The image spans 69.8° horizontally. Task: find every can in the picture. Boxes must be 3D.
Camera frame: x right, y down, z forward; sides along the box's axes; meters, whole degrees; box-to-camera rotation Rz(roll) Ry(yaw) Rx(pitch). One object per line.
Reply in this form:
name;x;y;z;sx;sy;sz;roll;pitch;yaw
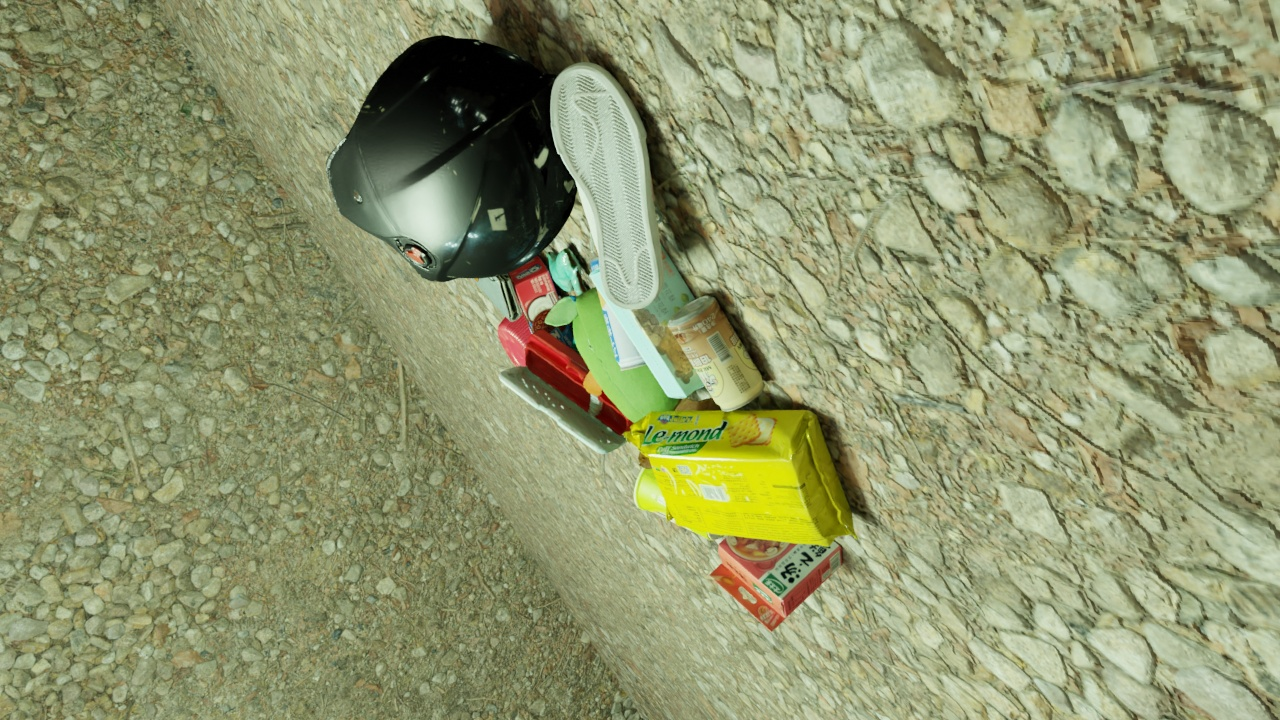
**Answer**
can;0.082;-0.008;0.982;0.116;0.058;0.059;57;160;-13
can;-0.017;-0.059;1.063;0.053;0.053;0.134;-9;97;68

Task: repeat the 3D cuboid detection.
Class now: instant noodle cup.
instant noodle cup;0.073;0.187;1.274;0.123;0.111;0.112;28;150;33
instant noodle cup;-0.176;-0.021;1.529;0.194;0.065;0.194;45;158;23

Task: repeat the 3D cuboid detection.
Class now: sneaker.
sneaker;-0.022;-0.176;0.918;0.090;0.090;0.242;-63;-39;-68

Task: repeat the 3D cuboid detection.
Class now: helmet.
helmet;-0.175;-0.203;0.977;0.230;0.232;0.275;16;139;31

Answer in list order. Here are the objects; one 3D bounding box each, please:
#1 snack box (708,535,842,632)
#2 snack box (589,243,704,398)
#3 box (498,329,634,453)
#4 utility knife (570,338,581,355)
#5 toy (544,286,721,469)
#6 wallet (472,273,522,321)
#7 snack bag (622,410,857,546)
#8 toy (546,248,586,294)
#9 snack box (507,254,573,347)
snack box;0.163;0.246;1.126;0.113;0.127;0.044;36;155;38
snack box;0.024;-0.048;1.020;0.175;0.074;0.052;57;160;-11
box;-0.105;0.055;1.299;0.201;0.098;0.095;34;141;18
utility knife;-0.090;-0.016;1.318;0.029;0.013;0.187;29;149;1
toy;-0.007;0.007;1.153;0.228;0.089;0.246;-37;86;44
wallet;-0.226;-0.126;1.327;0.129;0.037;0.107;47;162;27
snack bag;0.107;0.132;1.024;0.247;0.068;0.158;-2;126;36
toy;-0.098;-0.118;1.237;0.096;0.030;0.092;62;163;6
snack box;-0.138;-0.055;1.376;0.057;0.058;0.208;56;167;49
